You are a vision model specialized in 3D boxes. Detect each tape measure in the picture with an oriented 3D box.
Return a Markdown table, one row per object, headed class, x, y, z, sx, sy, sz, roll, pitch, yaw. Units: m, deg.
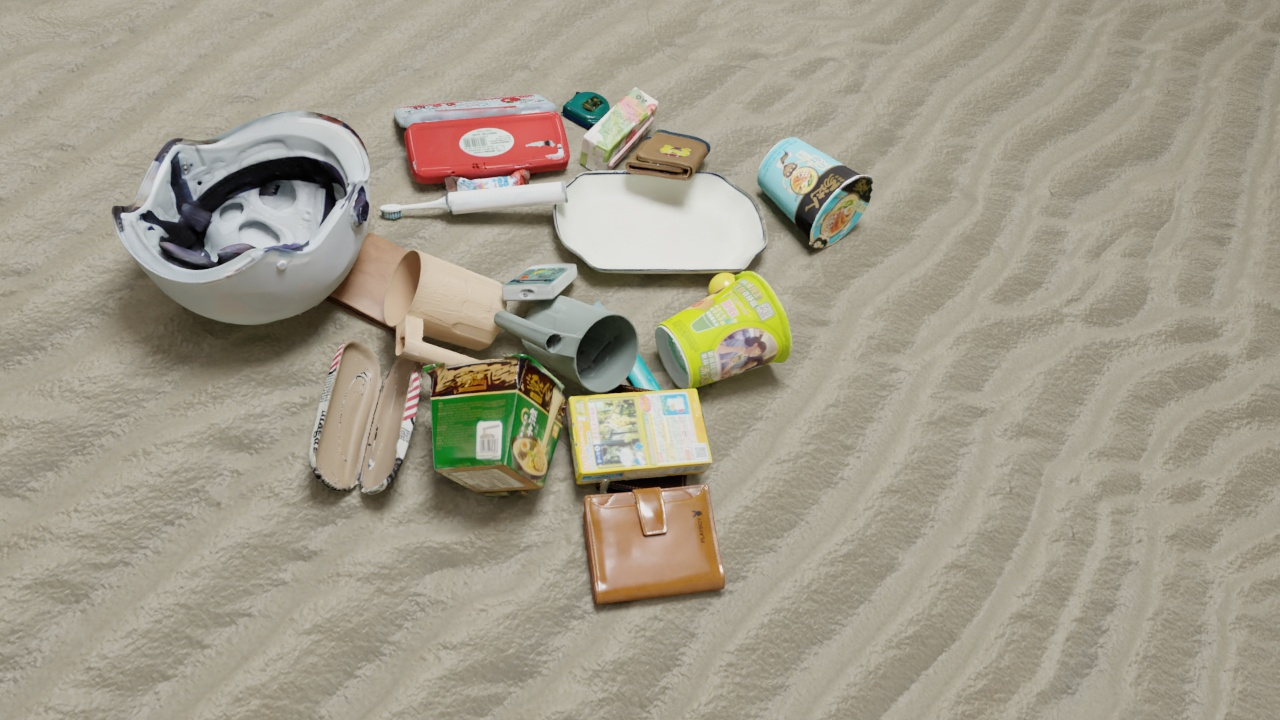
| class | x | y | z | sx | sy | sz | roll | pitch | yaw |
| --- | --- | --- | --- | --- | --- | --- | --- | --- | --- |
| tape measure | -0.069 | -0.337 | 1.230 | 0.058 | 0.025 | 0.054 | 32 | 58 | 8 |

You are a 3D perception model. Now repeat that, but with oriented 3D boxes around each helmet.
| class | x | y | z | sx | sy | sz | roll | pitch | yaw |
| --- | --- | --- | --- | --- | --- | --- | --- | --- | --- |
| helmet | -0.389 | -0.134 | 0.958 | 0.229 | 0.146 | 0.257 | 11 | 47 | 7 |

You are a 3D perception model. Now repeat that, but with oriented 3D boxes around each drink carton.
| class | x | y | z | sx | sy | sz | roll | pitch | yaw |
| --- | --- | --- | --- | --- | --- | --- | --- | --- | --- |
| drink carton | -0.027 | -0.297 | 1.196 | 0.045 | 0.054 | 0.122 | 33 | 58 | 9 |

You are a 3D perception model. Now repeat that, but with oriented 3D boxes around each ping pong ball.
| class | x | y | z | sx | sy | sz | roll | pitch | yaw |
| --- | --- | --- | --- | --- | --- | --- | --- | --- | --- |
| ping pong ball | 0.101 | -0.084 | 1.092 | 0.040 | 0.040 | 0.040 | 5 | 57 | -8 |

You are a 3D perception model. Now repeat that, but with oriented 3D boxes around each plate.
| class | x | y | z | sx | sy | sz | roll | pitch | yaw |
| --- | --- | --- | --- | --- | --- | --- | --- | --- | --- |
| plate | 0.024 | -0.164 | 1.132 | 0.265 | 0.034 | 0.161 | -3 | 58 | -13 |

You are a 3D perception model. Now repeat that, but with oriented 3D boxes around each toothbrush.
| class | x | y | z | sx | sy | sz | roll | pitch | yaw |
| --- | --- | --- | --- | --- | --- | --- | --- | --- | --- |
| toothbrush | -0.197 | -0.188 | 1.088 | 0.221 | 0.026 | 0.026 | -7 | 44 | -4 |

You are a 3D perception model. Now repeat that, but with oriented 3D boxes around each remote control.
| class | x | y | z | sx | sy | sz | roll | pitch | yaw |
| --- | --- | --- | --- | --- | --- | --- | --- | --- | --- |
| remote control | -0.109 | -0.088 | 1.012 | 0.056 | 0.019 | 0.135 | -1 | 15 | 9 |

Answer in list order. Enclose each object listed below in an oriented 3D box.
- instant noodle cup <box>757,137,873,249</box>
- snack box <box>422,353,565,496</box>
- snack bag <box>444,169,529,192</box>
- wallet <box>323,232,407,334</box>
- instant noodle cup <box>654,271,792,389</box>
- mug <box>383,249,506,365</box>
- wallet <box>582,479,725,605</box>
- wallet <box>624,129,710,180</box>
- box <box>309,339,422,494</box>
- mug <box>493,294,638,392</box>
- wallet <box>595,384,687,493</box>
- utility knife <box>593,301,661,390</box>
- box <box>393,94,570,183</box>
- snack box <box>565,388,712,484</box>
| class | x | y | z | sx | sy | sz | roll | pitch | yaw |
| --- | --- | --- | --- | --- | --- | --- | --- | --- | --- |
| instant noodle cup | 0.215 | -0.221 | 1.173 | 0.111 | 0.111 | 0.120 | -30 | 60 | -27 |
| snack box | -0.141 | 0.067 | 0.891 | 0.118 | 0.117 | 0.105 | -7 | 63 | 21 |
| snack bag | -0.184 | -0.207 | 1.118 | 0.105 | 0.026 | 0.045 | -11 | 105 | -18 |
| wallet | -0.283 | -0.084 | 1.028 | 0.115 | 0.020 | 0.101 | 27 | 57 | 4 |
| instant noodle cup | 0.086 | -0.026 | 1.018 | 0.123 | 0.112 | 0.111 | -23 | 65 | -16 |
| mug | -0.203 | -0.045 | 0.958 | 0.103 | 0.084 | 0.124 | 18 | 49 | -36 |
| wallet | 0.011 | 0.174 | 0.909 | 0.130 | 0.035 | 0.119 | -4 | 72 | -13 |
| wallet | 0.035 | -0.260 | 1.167 | 0.090 | 0.033 | 0.115 | 11 | 31 | 10 |
| box | -0.273 | 0.050 | 0.907 | 0.086 | 0.076 | 0.161 | 25 | 52 | -33 |
| mug | -0.080 | -0.024 | 0.955 | 0.123 | 0.084 | 0.103 | 12 | 8 | -44 |
| wallet | 0.006 | 0.086 | 0.970 | 0.096 | 0.020 | 0.122 | 11 | 61 | -7 |
| utility knife | -0.006 | 0.006 | 1.027 | 0.029 | 0.013 | 0.185 | -24 | 69 | -21 |
| box | -0.199 | -0.291 | 1.155 | 0.201 | 0.069 | 0.157 | -11 | 57 | -19 |
| snack box | -0.002 | 0.077 | 0.944 | 0.140 | 0.034 | 0.086 | -3 | 62 | -17 |
